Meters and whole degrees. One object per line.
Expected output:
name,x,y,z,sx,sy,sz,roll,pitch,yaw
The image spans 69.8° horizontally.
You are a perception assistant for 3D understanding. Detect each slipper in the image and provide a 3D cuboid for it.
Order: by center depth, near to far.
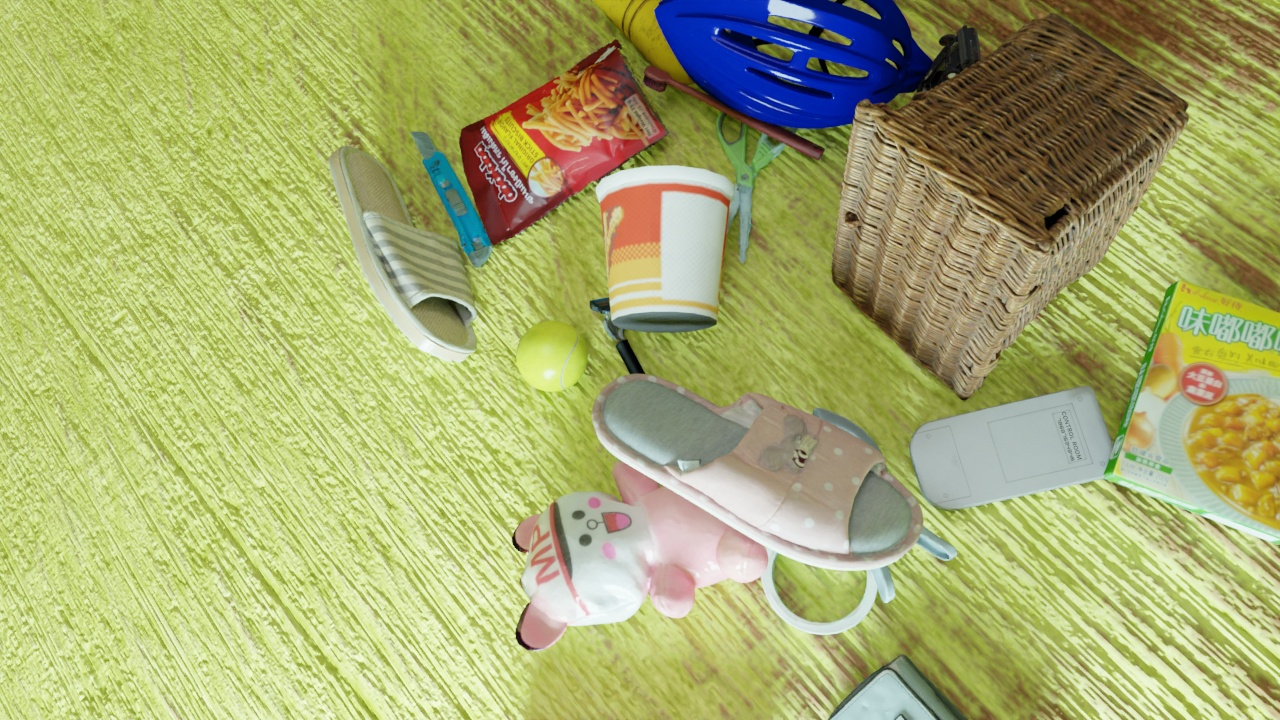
slipper,0.086,0.075,0.715,0.274,0.055,0.113,22,52,16
slipper,-0.230,-0.115,0.897,0.054,0.114,0.272,-43,63,22

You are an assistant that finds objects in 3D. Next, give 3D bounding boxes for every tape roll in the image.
tape roll,0.147,0.176,0.751,0.094,0.018,0.093,-4,73,13

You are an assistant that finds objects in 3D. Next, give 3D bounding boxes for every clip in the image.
clip,0.161,0.120,0.742,0.114,0.028,0.163,-31,62,-12

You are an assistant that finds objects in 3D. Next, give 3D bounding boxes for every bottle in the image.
bottle,0.023,-0.333,0.911,0.071,0.071,0.163,-37,68,1

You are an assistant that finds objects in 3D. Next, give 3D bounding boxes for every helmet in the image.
helmet,0.148,-0.317,0.826,0.241,0.148,0.227,22,65,0

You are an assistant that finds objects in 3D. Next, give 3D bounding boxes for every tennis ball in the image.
tennis ball,-0.081,-0.004,0.841,0.065,0.065,0.065,-4,72,14

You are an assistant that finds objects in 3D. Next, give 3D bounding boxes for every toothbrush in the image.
toothbrush,0.086,-0.234,0.872,0.190,0.016,0.016,28,52,10

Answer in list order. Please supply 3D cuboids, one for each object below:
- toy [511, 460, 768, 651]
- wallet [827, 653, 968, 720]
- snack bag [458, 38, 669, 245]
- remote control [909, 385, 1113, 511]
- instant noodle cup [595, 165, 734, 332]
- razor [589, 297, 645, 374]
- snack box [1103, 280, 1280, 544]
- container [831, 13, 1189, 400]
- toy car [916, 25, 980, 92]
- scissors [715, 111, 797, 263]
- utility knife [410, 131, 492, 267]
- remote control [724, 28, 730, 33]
toy,-0.007,0.156,0.761,0.213,0.084,0.141,-19,51,4
wallet,0.206,0.298,0.684,0.100,0.054,0.131,-44,63,-2
snack bag,-0.084,-0.220,0.927,0.208,0.066,0.139,-30,74,15
remote control,0.298,0.073,0.741,0.151,0.019,0.074,-14,73,8
instant noodle cup,0.022,-0.093,0.817,0.123,0.123,0.121,-2,81,14
razor,-0.005,0.005,0.844,0.042,0.022,0.144,-13,69,-32
snack box,0.448,0.037,0.700,0.132,0.027,0.168,22,80,12
container,0.272,-0.118,0.698,0.183,0.250,0.162,-39,67,-10
toy car,0.273,-0.253,0.812,0.037,0.092,0.040,3,72,-9
scissors,0.091,-0.172,0.877,0.093,0.032,0.174,17,75,16
utility knife,-0.197,-0.172,0.951,0.031,0.015,0.185,-24,67,-16
remote control,0.098,-0.378,0.935,0.033,0.013,0.136,10,76,17
